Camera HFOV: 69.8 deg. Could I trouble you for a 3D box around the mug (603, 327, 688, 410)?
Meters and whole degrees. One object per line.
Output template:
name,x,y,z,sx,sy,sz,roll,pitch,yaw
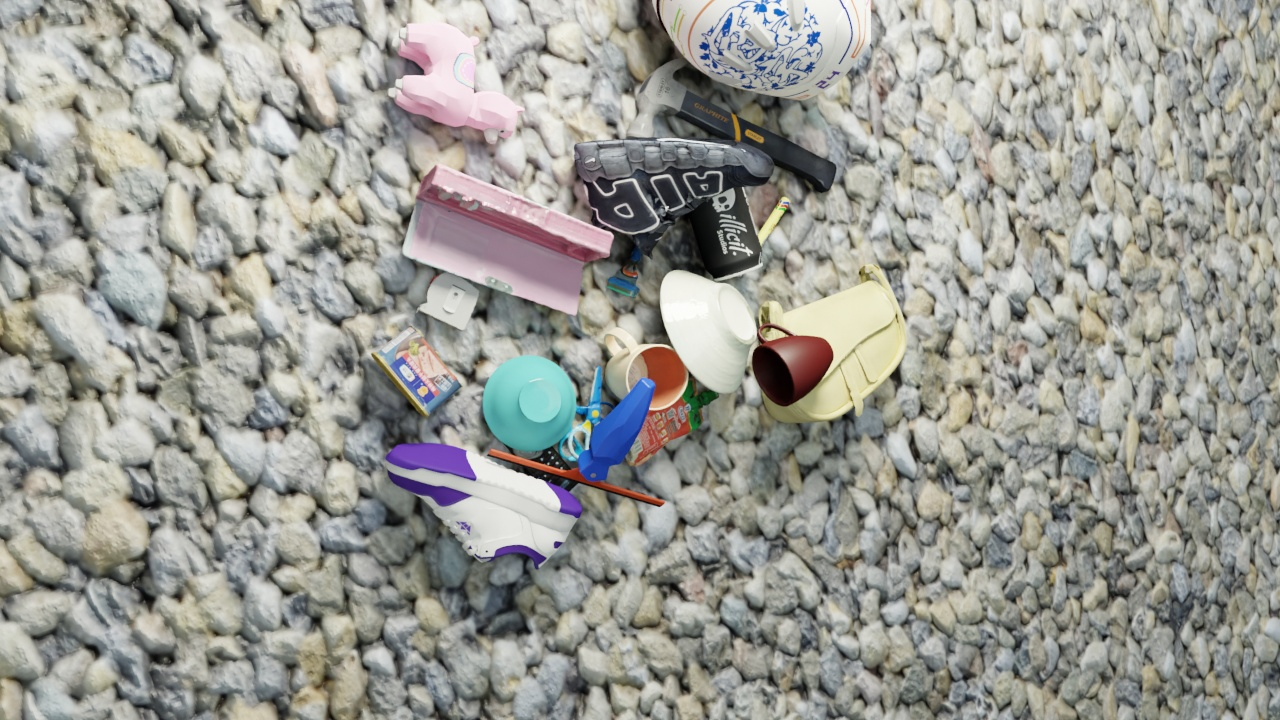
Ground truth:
mug,-0.007,0.007,1.171,0.085,0.104,0.111,-38,104,-17

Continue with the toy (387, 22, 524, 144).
toy,-0.217,-0.329,1.093,0.157,0.067,0.123,7,88,-27

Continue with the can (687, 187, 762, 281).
can,0.108,-0.186,1.223,0.080,0.080,0.146,-22,99,-21

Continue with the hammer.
hammer,0.137,-0.305,1.258,0.312,0.035,0.139,21,82,-22

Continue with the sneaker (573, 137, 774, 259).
sneaker,0.038,-0.200,1.147,0.253,0.097,0.151,5,107,14

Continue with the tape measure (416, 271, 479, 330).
tape measure,-0.232,-0.074,1.119,0.060,0.020,0.062,26,82,-21

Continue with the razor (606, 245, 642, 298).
razor,0.000,-0.151,1.214,0.044,0.018,0.140,22,80,3

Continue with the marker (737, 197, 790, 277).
marker,0.171,-0.173,1.286,0.014,0.014,0.132,37,78,-20

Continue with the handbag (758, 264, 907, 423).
handbag,0.275,-0.019,1.298,0.232,0.089,0.191,-22,97,-20

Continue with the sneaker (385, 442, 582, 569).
sneaker,-0.201,0.183,1.115,0.244,0.092,0.111,22,99,-15

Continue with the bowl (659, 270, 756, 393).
bowl,0.102,-0.049,1.186,0.176,0.058,0.176,35,41,-38

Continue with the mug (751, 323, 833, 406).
mug,0.200,-0.007,1.205,0.088,0.087,0.114,-25,66,-23

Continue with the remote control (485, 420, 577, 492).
remote control,-0.137,0.116,1.167,0.045,0.021,0.140,-42,102,-19

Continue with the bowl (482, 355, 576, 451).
bowl,-0.131,0.051,1.139,0.121,0.046,0.121,3,83,-22

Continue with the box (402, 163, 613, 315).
box,-0.161,-0.136,1.108,0.232,0.099,0.112,19,80,-24

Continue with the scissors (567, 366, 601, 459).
scissors,-0.060,0.070,1.186,0.061,0.023,0.126,7,85,-19

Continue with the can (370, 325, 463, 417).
can,-0.265,0.012,1.092,0.059,0.054,0.100,-42,107,-17

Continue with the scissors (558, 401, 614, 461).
scissors,-0.086,0.061,1.192,0.115,0.014,0.130,-25,97,-16

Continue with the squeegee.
squeegee,-0.034,0.096,1.121,0.249,0.055,0.185,20,119,-23

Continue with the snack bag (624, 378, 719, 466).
snack bag,0.040,0.078,1.225,0.155,0.044,0.087,-29,127,-18

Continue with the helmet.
helmet,0.137,-0.458,1.132,0.314,0.232,0.235,19,56,-30
